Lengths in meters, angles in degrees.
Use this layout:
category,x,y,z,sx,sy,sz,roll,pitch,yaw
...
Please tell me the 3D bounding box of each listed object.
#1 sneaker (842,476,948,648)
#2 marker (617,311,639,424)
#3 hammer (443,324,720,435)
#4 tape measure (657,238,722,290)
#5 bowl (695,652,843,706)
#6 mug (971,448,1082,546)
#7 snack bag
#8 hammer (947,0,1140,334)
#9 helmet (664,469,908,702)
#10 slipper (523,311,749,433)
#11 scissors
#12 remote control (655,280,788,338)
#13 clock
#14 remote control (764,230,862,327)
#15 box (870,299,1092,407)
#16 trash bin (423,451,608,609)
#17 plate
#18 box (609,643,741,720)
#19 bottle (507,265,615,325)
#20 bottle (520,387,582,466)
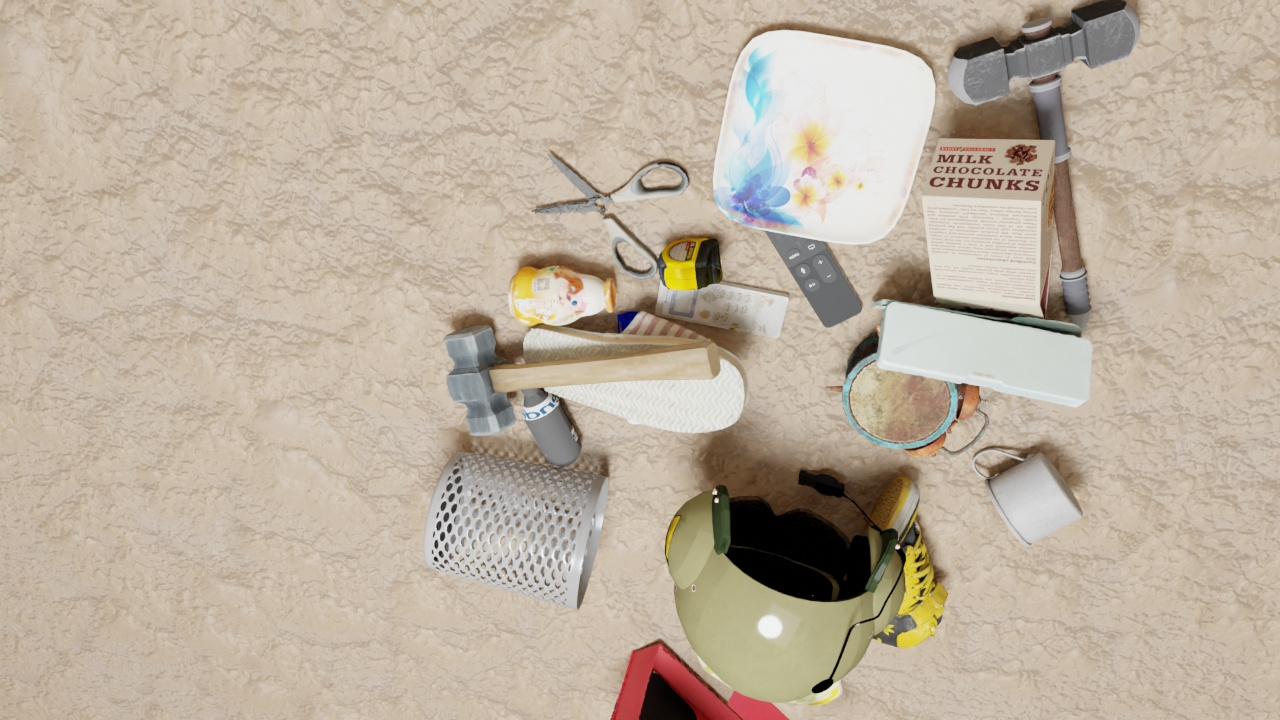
category,x,y,z,sx,sy,sz,roll,pitch,yaw
sneaker,0.312,0.248,1.077,0.122,0.085,0.239,18,126,4
marker,-0.009,0.010,1.021,0.027,0.023,0.133,-4,120,-3
hammer,-0.067,0.012,0.951,0.324,0.051,0.117,-5,105,32
tape measure,0.050,-0.095,0.926,0.064,0.065,0.037,-6,123,6
bowl,0.164,0.355,1.169,0.219,0.060,0.189,36,129,-12
mug,0.422,0.139,1.008,0.071,0.084,0.113,-36,78,23
snack bag,0.324,-0.103,0.848,0.094,0.069,0.206,9,150,28
hammer,0.393,-0.157,0.856,0.156,0.043,0.322,-14,120,16
helmet,0.144,0.231,0.982,0.250,0.255,0.233,14,118,2
slipper,-0.006,0.006,0.973,0.263,0.052,0.115,9,119,26
scissors,-0.025,-0.151,0.936,0.171,0.012,0.157,-14,116,16
remote control,0.086,-0.059,0.974,0.136,0.011,0.050,11,121,2
clock,0.288,0.037,0.962,0.157,0.073,0.121,35,120,1
remote control,0.175,-0.098,0.938,0.045,0.008,0.146,-27,113,22
box,0.327,-0.015,0.895,0.197,0.122,0.078,12,105,3
trash bin,-0.144,0.194,1.078,0.183,0.156,0.157,12,121,5
plate,0.169,-0.208,0.865,0.187,0.016,0.187,11,117,2
box,0.049,0.551,1.132,0.124,0.377,0.211,-38,108,14
bottle,-0.081,-0.068,0.963,0.109,0.063,0.063,1,120,9
bottle,-0.107,0.071,1.060,0.047,0.046,0.112,-17,116,18
